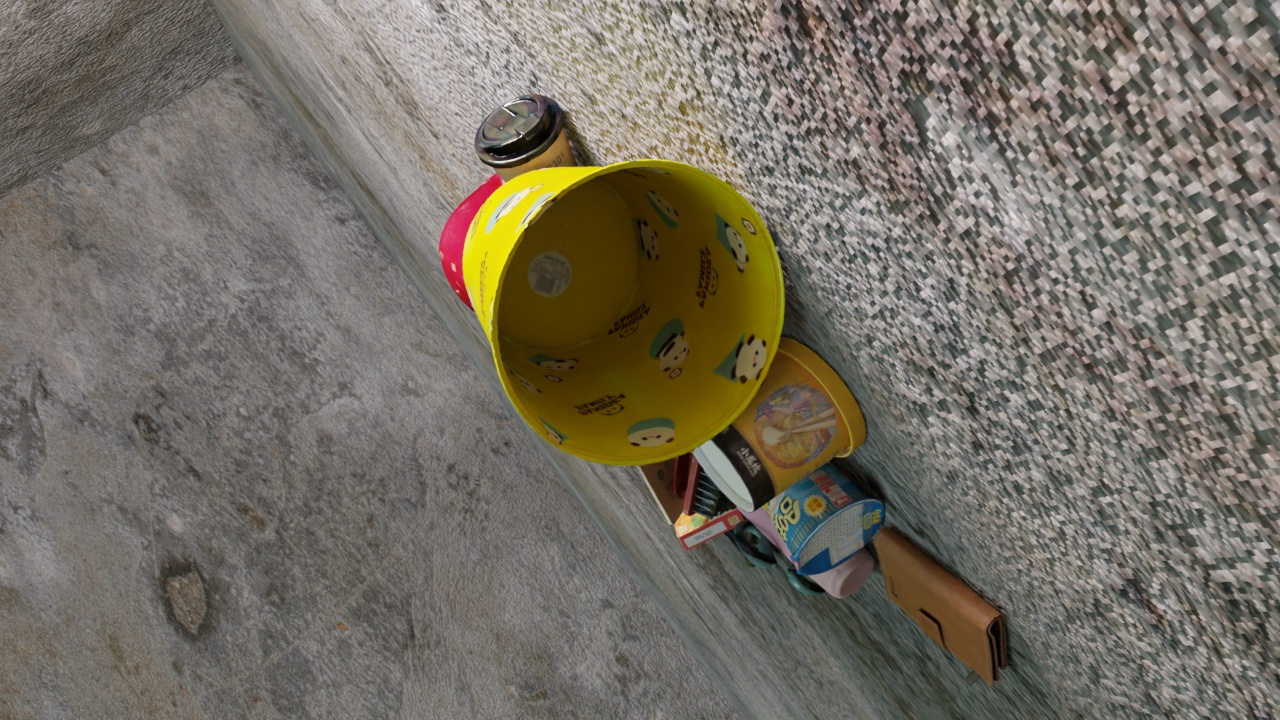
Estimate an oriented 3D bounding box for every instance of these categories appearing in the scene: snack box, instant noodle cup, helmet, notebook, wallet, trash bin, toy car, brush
[{"bbox_3d":[0.071,0.157,1.102,0.027,0.077,0.155,59,-173,-27],"label":"snack box"},{"bbox_3d":[0.154,0.127,0.860,0.110,0.099,0.099,53,169,38],"label":"instant noodle cup"},{"bbox_3d":[0.109,0.059,0.782,0.118,0.114,0.119,50,166,16],"label":"instant noodle cup"},{"bbox_3d":[-0.195,-0.127,1.274,0.207,0.143,0.240,49,167,9],"label":"helmet"},{"bbox_3d":[0.022,0.055,1.008,0.008,0.147,0.208,-11,117,39],"label":"notebook"},{"bbox_3d":[0.271,0.224,0.829,0.131,0.035,0.119,39,154,48],"label":"wallet"},{"bbox_3d":[-0.040,-0.063,0.782,0.230,0.229,0.255,60,170,-25],"label":"trash bin"},{"bbox_3d":[0.126,0.224,1.269,0.158,0.042,0.070,41,161,37],"label":"toy car"},{"bbox_3d":[0.074,0.089,0.967,0.069,0.063,0.146,21,109,35],"label":"brush"}]

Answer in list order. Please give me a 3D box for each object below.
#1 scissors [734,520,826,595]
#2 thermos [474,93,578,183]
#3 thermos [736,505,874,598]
[{"bbox_3d":[0.146,0.195,1.025,0.143,0.019,0.179,26,-163,-9],"label":"scissors"},{"bbox_3d":[-0.102,-0.196,0.926,0.093,0.093,0.143,43,170,38],"label":"thermos"},{"bbox_3d":[0.165,0.169,0.986,0.198,0.067,0.087,41,-167,37],"label":"thermos"}]
